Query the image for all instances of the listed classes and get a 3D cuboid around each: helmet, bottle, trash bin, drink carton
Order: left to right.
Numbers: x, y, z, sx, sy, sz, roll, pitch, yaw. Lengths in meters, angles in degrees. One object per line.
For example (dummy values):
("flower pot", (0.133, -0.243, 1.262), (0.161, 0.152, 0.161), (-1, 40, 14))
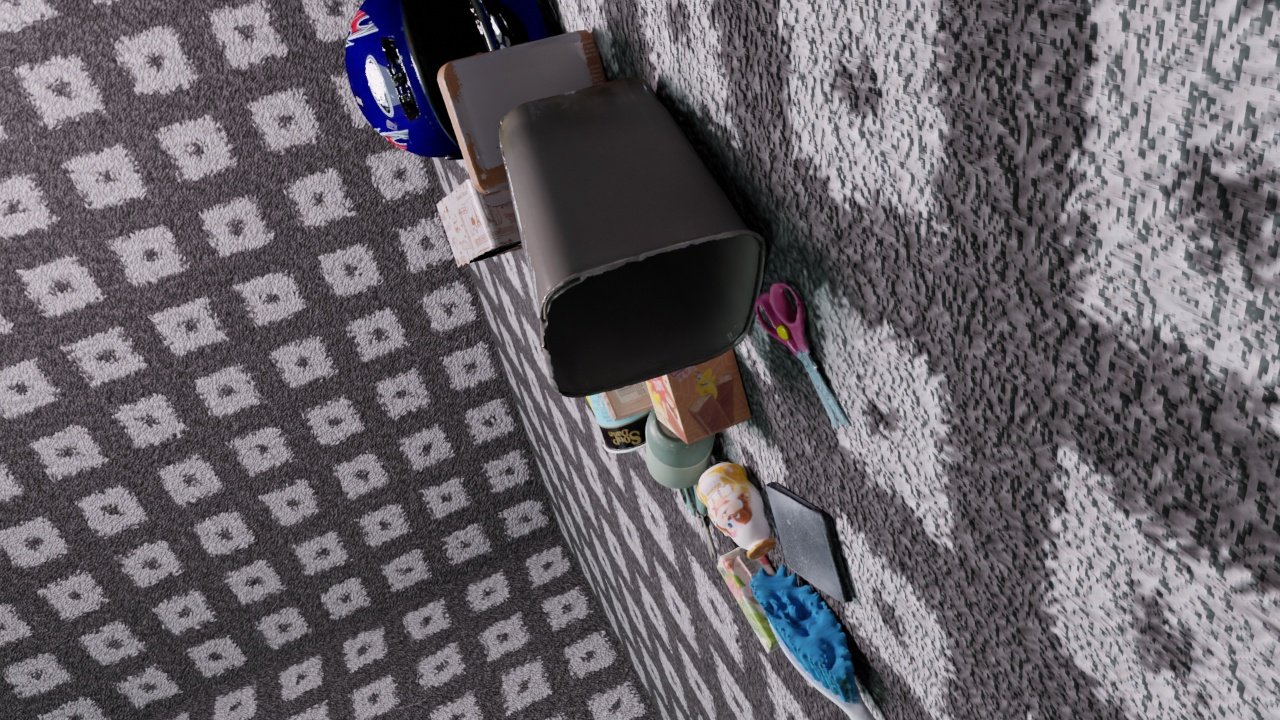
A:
("helmet", (-0.247, -0.375, 1.163), (0.315, 0.240, 0.247), (36, 148, 65))
("trash bin", (-0.024, -0.116, 0.835), (0.199, 0.198, 0.219), (91, 159, -60))
("bottle", (0.110, 0.169, 1.028), (0.108, 0.063, 0.063), (59, 164, 32))
("drink carton", (0.144, 0.281, 1.096), (0.122, 0.053, 0.046), (59, 164, 30))

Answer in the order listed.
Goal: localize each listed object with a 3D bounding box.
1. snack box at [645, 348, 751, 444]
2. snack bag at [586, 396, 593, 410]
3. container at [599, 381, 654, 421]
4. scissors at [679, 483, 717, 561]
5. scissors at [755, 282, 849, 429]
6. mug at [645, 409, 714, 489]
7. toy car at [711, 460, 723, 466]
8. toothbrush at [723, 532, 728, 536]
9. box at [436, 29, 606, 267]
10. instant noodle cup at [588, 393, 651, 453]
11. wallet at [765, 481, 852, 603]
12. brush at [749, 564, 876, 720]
("snack box", (0.054, 0.021, 0.973), (0.093, 0.077, 0.094), (-144, 34, -66))
("snack bag", (-0.057, -0.009, 1.380), (0.247, 0.068, 0.158), (111, 135, -71))
("container", (-0.006, 0.006, 1.071), (0.110, 0.090, 0.090), (-83, -28, -67))
("scissors", (0.078, 0.180, 1.214), (0.162, 0.019, 0.179), (104, 151, -58))
("scissors", (0.138, -0.004, 0.747), (0.137, 0.017, 0.072), (60, 156, 13))
("mug", (0.048, 0.085, 1.119), (0.106, 0.082, 0.111), (88, -178, -58))
("toy car", (0.106, 0.164, 1.100), (0.042, 0.035, 0.090), (-178, 68, -74))
("toothbrush", (0.089, 0.189, 1.254), (0.180, 0.016, 0.016), (-133, 34, -61))
("box", (-0.134, -0.221, 1.004), (0.158, 0.180, 0.217), (9, 120, 58))
("instant noodle cup", (-0.021, 0.042, 1.205), (0.120, 0.111, 0.111), (65, 168, -20))
("wallet", (0.168, 0.181, 0.922), (0.121, 0.019, 0.097), (23, 133, 69))
("brush", (0.216, 0.344, 0.935), (0.314, 0.060, 0.109), (48, 162, 49))
